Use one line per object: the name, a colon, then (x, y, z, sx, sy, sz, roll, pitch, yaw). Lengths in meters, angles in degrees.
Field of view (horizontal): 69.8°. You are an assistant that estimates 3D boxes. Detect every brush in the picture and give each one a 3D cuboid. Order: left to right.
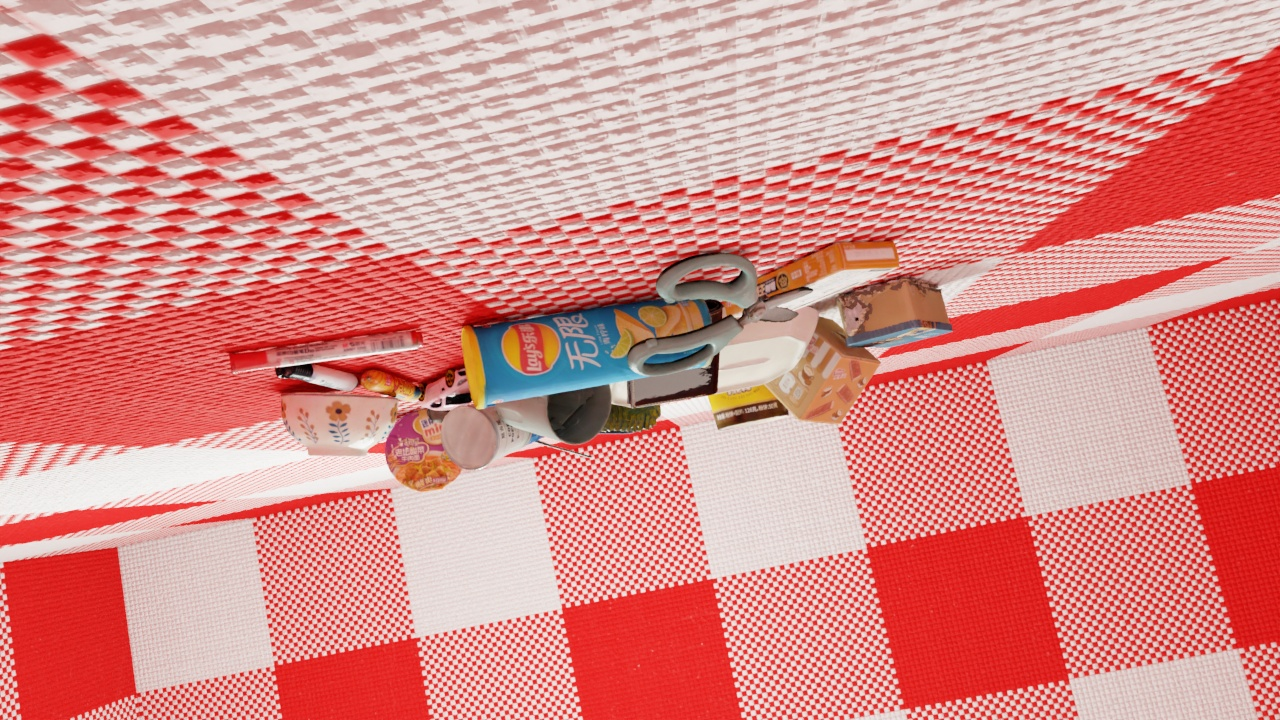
brush: (-0.050, 0.058, 1.067, 0.143, 0.055, 0.074, 3, 174, -32)

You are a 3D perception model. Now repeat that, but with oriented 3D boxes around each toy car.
toy car: (-0.202, 0.032, 1.008, 0.056, 0.037, 0.123, -8, 171, -39)

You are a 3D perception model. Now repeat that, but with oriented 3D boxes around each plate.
plate: (0.068, 0.000, 0.985, 0.265, 0.034, 0.162, -9, 152, -14)

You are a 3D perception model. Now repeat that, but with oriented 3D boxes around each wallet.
wallet: (0.033, -0.004, 0.907, 0.096, 0.020, 0.122, -9, 135, -7)

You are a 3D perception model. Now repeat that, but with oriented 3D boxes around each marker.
marker: (-0.284, 0.014, 0.814, 0.022, 0.018, 0.131, -11, 172, 3)
marker: (-0.244, -0.007, 0.721, 0.145, 0.017, 0.017, -9, 172, -22)

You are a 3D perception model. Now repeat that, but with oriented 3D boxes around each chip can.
chip can: (-0.140, 0.065, 1.069, 0.071, 0.071, 0.214, -16, -177, 26)
chip can: (-0.045, -0.010, 0.797, 0.210, 0.071, 0.071, -9, 172, -17)

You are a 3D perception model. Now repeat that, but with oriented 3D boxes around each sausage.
sausage: (-0.253, 0.027, 0.940, 0.021, 0.021, 0.165, -12, 173, 0)

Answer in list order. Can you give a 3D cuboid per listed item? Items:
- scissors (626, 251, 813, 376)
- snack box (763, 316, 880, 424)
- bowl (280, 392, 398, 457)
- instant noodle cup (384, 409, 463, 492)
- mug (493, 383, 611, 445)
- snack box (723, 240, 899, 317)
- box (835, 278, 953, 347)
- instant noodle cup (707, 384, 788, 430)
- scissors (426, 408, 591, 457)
scissors: (0.061, -0.029, 0.762, 0.176, 0.019, 0.172, 8, 133, -43)
snack box: (0.208, 0.010, 1.080, 0.077, 0.092, 0.094, 8, 120, -39)
bowl: (-0.300, 0.065, 0.915, 0.113, 0.062, 0.113, 0, 174, 0)
instant noodle cup: (-0.303, 0.123, 1.290, 0.111, 0.111, 0.099, -10, -179, -15)
mug: (-0.107, 0.030, 0.936, 0.124, 0.083, 0.103, 31, 165, -39)
snack box: (0.150, -0.071, 0.827, 0.075, 0.026, 0.154, -6, 170, -35)
box: (0.298, -0.052, 1.062, 0.090, 0.062, 0.184, -16, 170, 34)
instant noodle cup: (0.132, 0.025, 1.172, 0.118, 0.114, 0.118, -11, 173, -2)
scissors: (-0.178, 0.097, 1.206, 0.221, 0.021, 0.233, 15, 173, 13)
